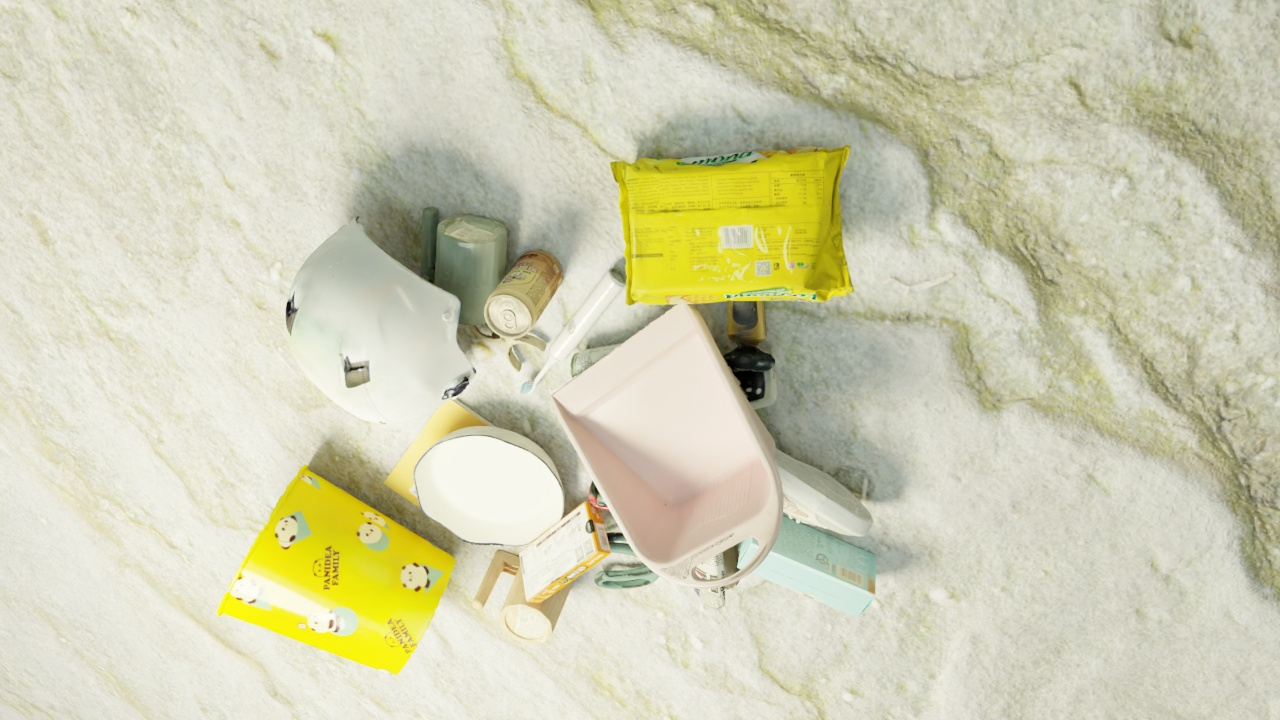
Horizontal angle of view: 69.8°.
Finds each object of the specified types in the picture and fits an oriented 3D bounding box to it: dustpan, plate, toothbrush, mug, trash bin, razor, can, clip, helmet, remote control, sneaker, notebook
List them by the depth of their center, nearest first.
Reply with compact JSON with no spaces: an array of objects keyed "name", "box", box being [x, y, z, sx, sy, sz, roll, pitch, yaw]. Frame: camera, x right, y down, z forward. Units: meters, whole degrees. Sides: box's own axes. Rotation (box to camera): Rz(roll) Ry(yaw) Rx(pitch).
[{"name":"dustpan","box":[0.037,0.107,1.015,0.223,0.138,0.273,-38,102,28]},{"name":"razor","box":[0.117,-0.061,1.017,0.062,0.067,0.168,1,115,13]},{"name":"can","box":[-0.131,-0.076,1.037,0.058,0.116,0.059,7,122,10]},{"name":"helmet","box":[-0.315,-0.019,1.055,0.229,0.145,0.259,41,149,15]},{"name":"mug","box":[-0.211,-0.113,1.067,0.124,0.083,0.104,28,127,27]},{"name":"remote control","box":[0.088,0.042,1.088,0.150,0.058,0.021,-18,146,24]},{"name":"can","box":[-0.006,0.006,1.091,0.147,0.058,0.058,-9,118,20]},{"name":"toothbrush","box":[-0.086,-0.028,1.110,0.026,0.026,0.222,7,136,-41]},{"name":"sneaker","box":[0.165,0.161,1.119,0.242,0.089,0.091,32,108,-1]},{"name":"clip","box":[-0.165,-0.034,1.124,0.099,0.034,0.066,40,122,-17]},{"name":"plate","box":[-0.201,0.167,1.235,0.205,0.045,0.205,4,128,4]},{"name":"notebook","box":[-0.255,0.151,1.276,0.146,0.010,0.207,35,123,-9]},{"name":"trash bin","box":[-0.418,0.307,1.298,0.255,0.229,0.230,30,124,-11]},{"name":"mug","box":[-0.167,0.331,1.307,0.124,0.103,0.084,20,124,1]}]

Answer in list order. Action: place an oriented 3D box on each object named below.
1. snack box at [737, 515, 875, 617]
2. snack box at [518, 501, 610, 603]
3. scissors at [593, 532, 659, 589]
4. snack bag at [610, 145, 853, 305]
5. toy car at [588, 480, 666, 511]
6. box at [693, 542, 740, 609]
[{"name":"snack box","box":[0.215,0.258,1.178,0.175,0.074,0.052,23,123,0]},{"name":"snack box","box":[-0.104,0.257,1.226,0.026,0.075,0.154,20,131,-40]},{"name":"scissors","box":[-0.007,0.271,1.251,0.171,0.019,0.181,-16,137,23]},{"name":"snack bag","box":[0.092,-0.135,0.942,0.247,0.068,0.158,-1,97,16]},{"name":"toy car","box":[-0.009,0.183,1.204,0.120,0.052,0.045,14,128,4]},{"name":"box","box":[0.092,0.245,1.186,0.076,0.087,0.163,-1,113,6]}]
